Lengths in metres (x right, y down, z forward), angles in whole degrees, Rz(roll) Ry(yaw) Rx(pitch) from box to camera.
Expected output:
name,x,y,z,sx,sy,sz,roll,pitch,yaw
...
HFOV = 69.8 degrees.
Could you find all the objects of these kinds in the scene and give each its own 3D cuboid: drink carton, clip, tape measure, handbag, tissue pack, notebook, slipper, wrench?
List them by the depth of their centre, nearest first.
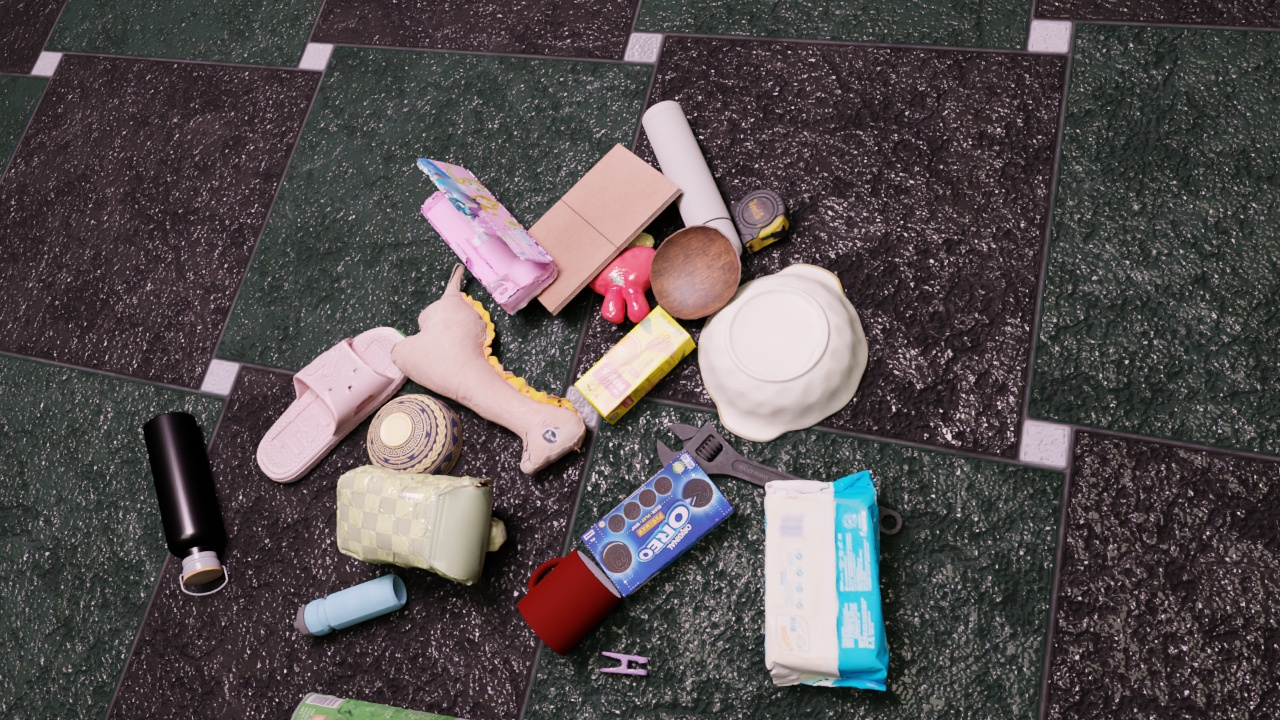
name,x,y,z,sx,sy,sz,roll,pitch,yaw
tissue pack,0.182,0.215,0.910,0.117,0.066,0.209,-3,74,14
clip,-0.017,0.319,0.955,0.053,0.013,0.036,-11,70,7
wrench,0.143,0.129,0.981,0.273,0.018,0.073,19,81,18
handbag,-0.237,0.173,1.007,0.186,0.117,0.113,7,85,16
drink carton,-0.006,0.006,1.048,0.134,0.043,0.058,-43,68,-3
tape measure,0.143,-0.168,1.077,0.063,0.038,0.067,-25,62,13
notebook,-0.065,-0.163,1.112,0.209,0.008,0.141,-44,48,-1
slipper,-0.381,0.046,1.116,0.239,0.064,0.094,-46,67,-3

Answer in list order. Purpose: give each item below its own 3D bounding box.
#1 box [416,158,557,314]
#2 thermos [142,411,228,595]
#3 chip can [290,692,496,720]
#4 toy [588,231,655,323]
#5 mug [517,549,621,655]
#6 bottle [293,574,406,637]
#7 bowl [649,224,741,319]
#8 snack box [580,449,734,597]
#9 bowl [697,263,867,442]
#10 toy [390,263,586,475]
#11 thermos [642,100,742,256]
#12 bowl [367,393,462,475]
name,x,y,z,sx,sy,sz,roll,pitch,yaw
box,-0.201,-0.165,1.107,0.085,0.096,0.230,-42,55,-1
thermos,-0.548,0.176,1.111,0.061,0.061,0.231,-27,67,3
chip can,-0.256,0.397,0.953,0.223,0.075,0.075,3,71,15
toy,-0.019,-0.103,1.088,0.092,0.045,0.135,-14,63,11
mug,-0.081,0.245,0.972,0.082,0.073,0.106,-43,37,-4
bottle,-0.330,0.278,1.032,0.130,0.040,0.040,-20,67,6
bowl,0.066,-0.100,1.040,0.114,0.026,0.102,-24,82,29
snack box,0.018,0.175,0.979,0.150,0.027,0.082,-41,73,3
bowl,0.152,-0.020,1.009,0.188,0.060,0.219,21,76,20
toy,-0.165,0.008,1.078,0.264,0.065,0.195,24,73,16
thermos,0.062,-0.210,1.103,0.052,0.052,0.224,-23,67,5
bowl,-0.272,0.089,1.074,0.112,0.061,0.112,-5,70,12
